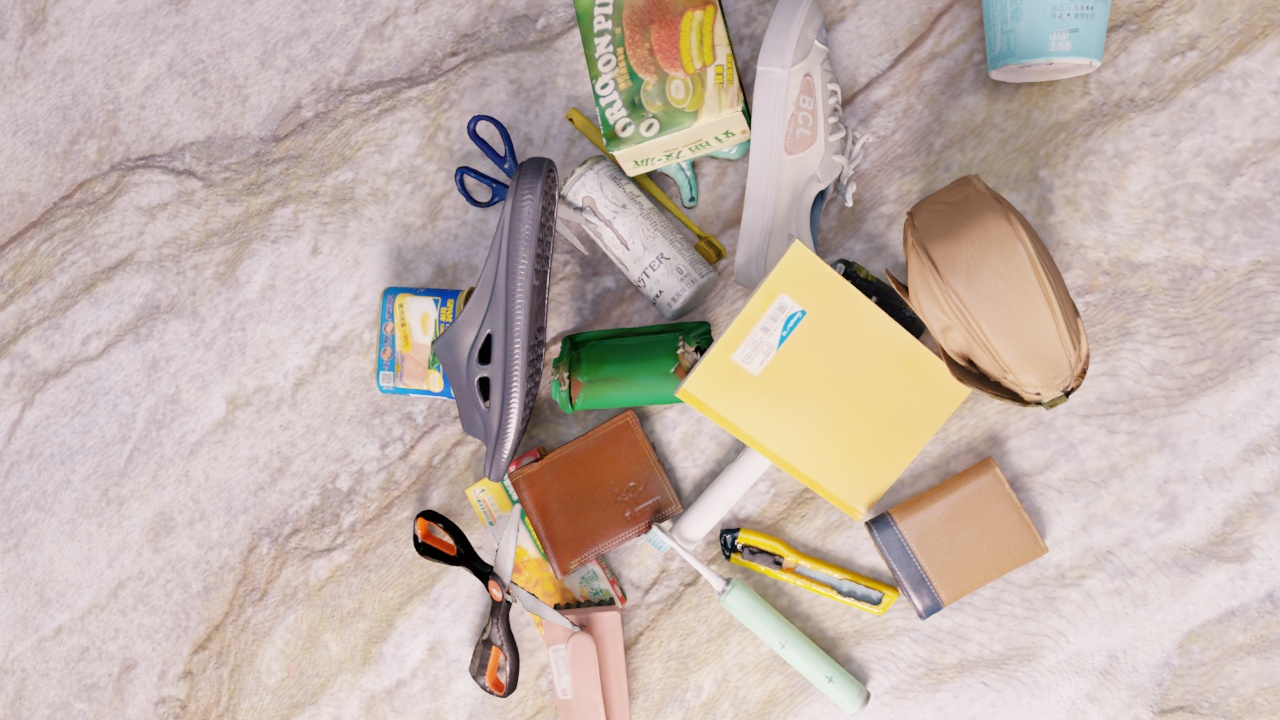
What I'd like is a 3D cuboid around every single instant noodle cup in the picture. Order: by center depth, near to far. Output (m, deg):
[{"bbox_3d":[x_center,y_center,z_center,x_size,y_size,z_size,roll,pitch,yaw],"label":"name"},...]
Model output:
[{"bbox_3d":[0.302,-0.275,0.686,0.111,0.111,0.120,2,97,13],"label":"instant noodle cup"}]

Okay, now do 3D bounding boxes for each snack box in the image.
[{"bbox_3d":[0.010,-0.281,0.750,0.114,0.063,0.240,-16,76,13],"label":"snack box"},{"bbox_3d":[-0.083,0.161,0.802,0.077,0.027,0.155,-31,83,9],"label":"snack box"}]

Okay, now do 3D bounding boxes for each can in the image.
[{"bbox_3d":[-0.002,-0.103,0.771,0.058,0.058,0.146,-44,81,9],"label":"can"},{"bbox_3d":[-0.185,-0.016,0.814,0.083,0.057,0.102,4,90,15],"label":"can"}]

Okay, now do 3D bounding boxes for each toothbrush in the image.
[{"bbox_3d":[0.095,0.208,0.747,0.224,0.026,0.027,40,109,3],"label":"toothbrush"},{"bbox_3d":[0.103,0.073,0.760,0.026,0.026,0.221,41,98,1],"label":"toothbrush"},{"bbox_3d":[0.002,-0.151,0.791,0.190,0.016,0.016,45,56,10],"label":"toothbrush"}]

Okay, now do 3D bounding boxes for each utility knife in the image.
[{"bbox_3d":[0.136,0.172,0.757,0.154,0.015,0.033,18,96,12],"label":"utility knife"}]

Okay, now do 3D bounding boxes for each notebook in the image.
[{"bbox_3d":[0.145,0.022,0.703,0.206,0.010,0.146,34,98,-23],"label":"notebook"}]

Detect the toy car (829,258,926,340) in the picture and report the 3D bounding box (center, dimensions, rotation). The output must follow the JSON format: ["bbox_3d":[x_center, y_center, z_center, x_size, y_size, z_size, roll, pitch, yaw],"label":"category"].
[{"bbox_3d":[0.186,-0.044,0.738,0.091,0.036,0.043,37,96,15],"label":"toy car"}]

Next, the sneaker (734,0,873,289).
[{"bbox_3d":[0.135,-0.172,0.722,0.091,0.089,0.242,7,89,15],"label":"sneaker"}]

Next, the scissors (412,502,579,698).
[{"bbox_3d":[-0.127,0.195,0.763,0.235,0.021,0.221,23,123,41],"label":"scissors"}]

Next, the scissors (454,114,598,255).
[{"bbox_3d":[-0.105,-0.139,0.792,0.141,0.012,0.171,-31,82,40],"label":"scissors"}]

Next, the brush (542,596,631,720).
[{"bbox_3d":[-0.041,0.271,0.753,0.063,0.073,0.146,-6,105,0],"label":"brush"}]

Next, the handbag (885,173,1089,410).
[{"bbox_3d":[0.239,-0.051,0.646,0.100,0.204,0.148,-30,96,22],"label":"handbag"}]

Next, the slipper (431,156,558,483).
[{"bbox_3d":[-0.120,-0.035,0.749,0.083,0.110,0.268,10,107,2],"label":"slipper"}]

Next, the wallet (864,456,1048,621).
[{"bbox_3d":[0.248,0.140,0.725,0.115,0.033,0.090,-32,85,10],"label":"wallet"}]

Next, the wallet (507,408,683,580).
[{"bbox_3d":[-0.037,0.112,0.773,0.124,0.032,0.101,-28,85,-8],"label":"wallet"}]

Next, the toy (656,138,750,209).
[{"bbox_3d":[0.050,-0.181,0.777,0.092,0.030,0.096,-12,94,17],"label":"toy"}]

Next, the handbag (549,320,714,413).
[{"bbox_3d":[-0.004,0.004,0.738,0.131,0.120,0.068,-5,90,5],"label":"handbag"}]
